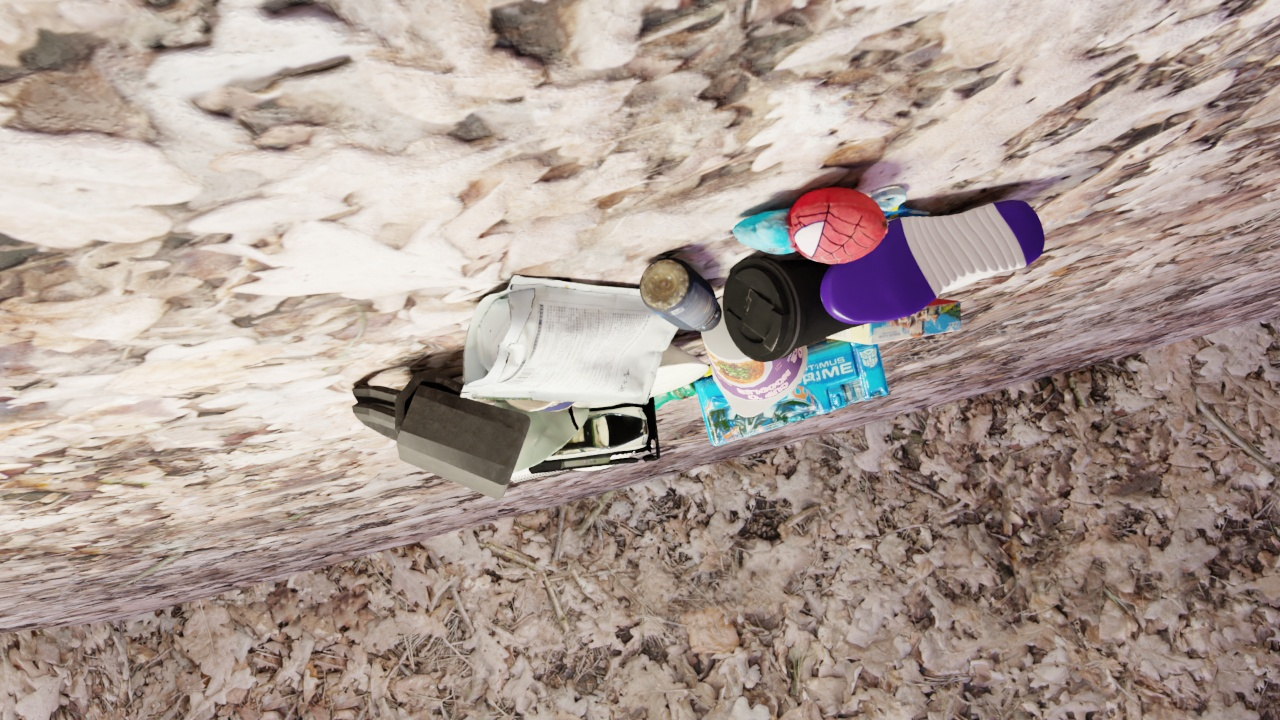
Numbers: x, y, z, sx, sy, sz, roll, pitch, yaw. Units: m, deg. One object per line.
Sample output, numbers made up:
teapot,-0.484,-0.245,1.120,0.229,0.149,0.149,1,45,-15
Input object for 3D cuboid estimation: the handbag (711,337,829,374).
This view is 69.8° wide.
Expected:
handbag,0.214,-0.006,1.298,0.194,0.101,0.198,-11,155,-17

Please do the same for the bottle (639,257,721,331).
bottle,0.046,-0.060,0.918,0.056,0.056,0.160,-18,167,15

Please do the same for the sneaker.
sneaker,0.278,-0.098,0.937,0.244,0.092,0.111,-17,-179,-14

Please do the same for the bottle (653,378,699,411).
bottle,-0.011,0.059,1.347,0.210,0.068,0.068,-21,166,27

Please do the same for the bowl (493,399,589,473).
bowl,-0.156,0.067,1.199,0.174,0.068,0.174,-22,-152,12

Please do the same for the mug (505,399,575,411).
mug,-0.115,0.011,1.020,0.112,0.085,0.089,19,180,18

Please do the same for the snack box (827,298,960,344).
snack box,0.296,-0.054,1.148,0.144,0.040,0.143,-9,-170,-25

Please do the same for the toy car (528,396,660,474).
toy car,-0.075,0.100,1.238,0.192,0.094,0.071,-7,175,12

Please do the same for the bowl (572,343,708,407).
bowl,-0.007,0.007,1.148,0.176,0.057,0.177,-14,168,-3

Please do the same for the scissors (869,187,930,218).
scissors,0.239,-0.141,0.885,0.071,0.022,0.130,-29,167,37

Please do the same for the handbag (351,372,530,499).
handbag,-0.231,0.073,1.044,0.199,0.102,0.198,20,164,-6

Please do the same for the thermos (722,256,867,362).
thermos,0.195,-0.067,0.977,0.218,0.105,0.106,-12,168,-34

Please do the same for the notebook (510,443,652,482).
notebook,-0.128,0.112,1.352,0.246,0.013,0.178,-15,139,20

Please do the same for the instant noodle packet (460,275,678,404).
instant noodle packet,-0.055,-0.019,0.930,0.268,0.057,0.147,2,123,-50

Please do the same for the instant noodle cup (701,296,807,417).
instant noodle cup,0.125,-0.014,1.080,0.122,0.136,0.122,9,166,22

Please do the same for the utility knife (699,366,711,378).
utility knife,0.072,0.025,1.407,0.187,0.020,0.029,-13,166,-12

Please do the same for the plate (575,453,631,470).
plate,-0.084,0.119,1.337,0.157,0.014,0.157,1,140,1

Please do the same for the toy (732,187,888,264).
toy,0.147,-0.114,0.798,0.133,0.062,0.092,-6,163,16

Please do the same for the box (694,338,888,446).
box,0.195,0.030,1.225,0.243,0.092,0.085,-16,-169,-2
